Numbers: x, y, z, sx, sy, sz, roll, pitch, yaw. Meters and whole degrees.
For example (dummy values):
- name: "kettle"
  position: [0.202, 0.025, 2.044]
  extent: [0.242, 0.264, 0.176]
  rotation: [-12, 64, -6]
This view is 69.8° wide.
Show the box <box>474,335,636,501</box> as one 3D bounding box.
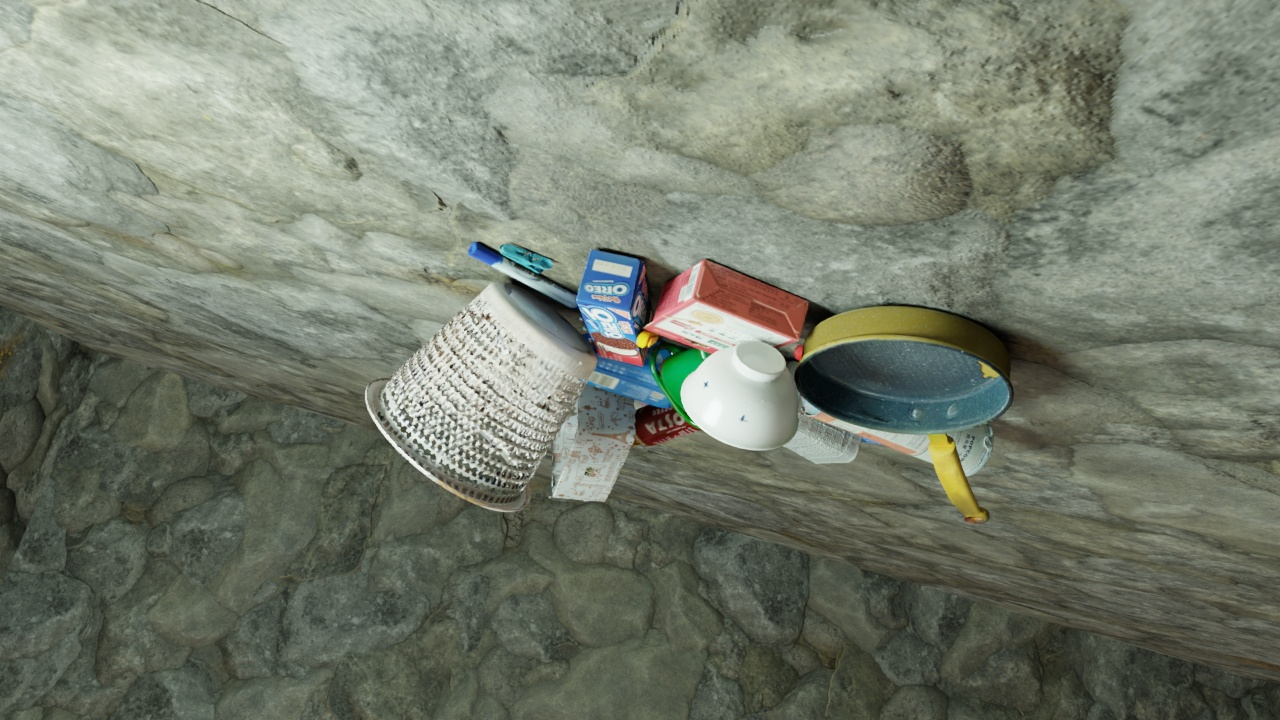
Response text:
- name: "box"
  position: [-0.122, 0.075, 1.224]
  extent: [0.192, 0.156, 0.184]
  rotation: [7, 141, -15]

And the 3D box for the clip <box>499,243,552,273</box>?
- name: "clip"
  position: [-0.118, -0.105, 0.939]
  extent: [0.056, 0.015, 0.049]
  rotation: [21, 167, -25]

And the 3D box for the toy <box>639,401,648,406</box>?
- name: "toy"
  position: [0.043, 0.064, 1.355]
  extent: [0.108, 0.038, 0.084]
  rotation: [12, 148, 30]

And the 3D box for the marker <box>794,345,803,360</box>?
- name: "marker"
  position: [0.217, -0.009, 0.932]
  extent: [0.017, 0.017, 0.145]
  rotation: [27, 162, -37]

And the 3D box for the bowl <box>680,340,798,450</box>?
- name: "bowl"
  position: [0.103, 0.021, 0.864]
  extent: [0.118, 0.118, 0.065]
  rotation: [16, 128, -2]

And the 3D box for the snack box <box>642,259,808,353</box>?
- name: "snack box"
  position: [0.080, -0.045, 0.891]
  extent: [0.113, 0.044, 0.127]
  rotation: [20, 164, -17]

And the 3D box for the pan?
- name: "pan"
  position: [0.287, 0.066, 0.914]
  extent: [0.198, 0.078, 0.357]
  rotation: [-6, 149, 36]

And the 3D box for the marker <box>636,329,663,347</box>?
- name: "marker"
  position: [0.017, -0.029, 0.984]
  extent: [0.015, 0.018, 0.123]
  rotation: [22, -168, 9]

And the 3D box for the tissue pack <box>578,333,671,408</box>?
- name: "tissue pack"
  position: [-0.007, 0.007, 1.136]
  extent: [0.157, 0.052, 0.095]
  rotation: [19, 151, -10]

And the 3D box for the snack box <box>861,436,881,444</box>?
- name: "snack box"
  position: [0.298, 0.084, 1.175]
  extent: [0.157, 0.026, 0.084]
  rotation: [6, 162, 36]

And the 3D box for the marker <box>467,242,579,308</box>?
- name: "marker"
  position: [-0.122, -0.090, 0.995]
  extent: [0.145, 0.017, 0.017]
  rotation: [27, 162, -35]

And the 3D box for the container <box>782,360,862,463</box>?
- name: "container"
  position: [0.192, 0.059, 1.076]
  extent: [0.114, 0.090, 0.090]
  rotation: [24, 163, -19]

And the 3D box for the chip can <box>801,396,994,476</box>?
- name: "chip can"
  position: [0.287, 0.064, 1.026]
  extent: [0.214, 0.071, 0.071]
  rotation: [21, 165, -17]

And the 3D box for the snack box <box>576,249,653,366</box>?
- name: "snack box"
  position: [-0.023, -0.050, 0.957]
  extent: [0.058, 0.057, 0.207]
  rotation: [14, 166, 8]

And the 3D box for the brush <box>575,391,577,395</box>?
- name: "brush"
  position: [-0.080, 0.039, 1.343]
  extent: [0.146, 0.063, 0.069]
  rotation: [15, 153, 8]

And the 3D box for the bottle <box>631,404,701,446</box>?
- name: "bottle"
  position: [0.042, 0.080, 1.266]
  extent: [0.175, 0.057, 0.057]
  rotation: [-22, 145, 35]

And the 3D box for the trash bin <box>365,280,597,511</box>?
- name: "trash bin"
  position: [-0.162, 0.026, 1.039]
  extent: [0.227, 0.192, 0.227]
  rotation: [38, -171, -8]

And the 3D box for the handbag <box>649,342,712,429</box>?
- name: "handbag"
  position: [0.081, 0.017, 1.041]
  extent: [0.120, 0.067, 0.132]
  rotation: [49, 153, -14]
